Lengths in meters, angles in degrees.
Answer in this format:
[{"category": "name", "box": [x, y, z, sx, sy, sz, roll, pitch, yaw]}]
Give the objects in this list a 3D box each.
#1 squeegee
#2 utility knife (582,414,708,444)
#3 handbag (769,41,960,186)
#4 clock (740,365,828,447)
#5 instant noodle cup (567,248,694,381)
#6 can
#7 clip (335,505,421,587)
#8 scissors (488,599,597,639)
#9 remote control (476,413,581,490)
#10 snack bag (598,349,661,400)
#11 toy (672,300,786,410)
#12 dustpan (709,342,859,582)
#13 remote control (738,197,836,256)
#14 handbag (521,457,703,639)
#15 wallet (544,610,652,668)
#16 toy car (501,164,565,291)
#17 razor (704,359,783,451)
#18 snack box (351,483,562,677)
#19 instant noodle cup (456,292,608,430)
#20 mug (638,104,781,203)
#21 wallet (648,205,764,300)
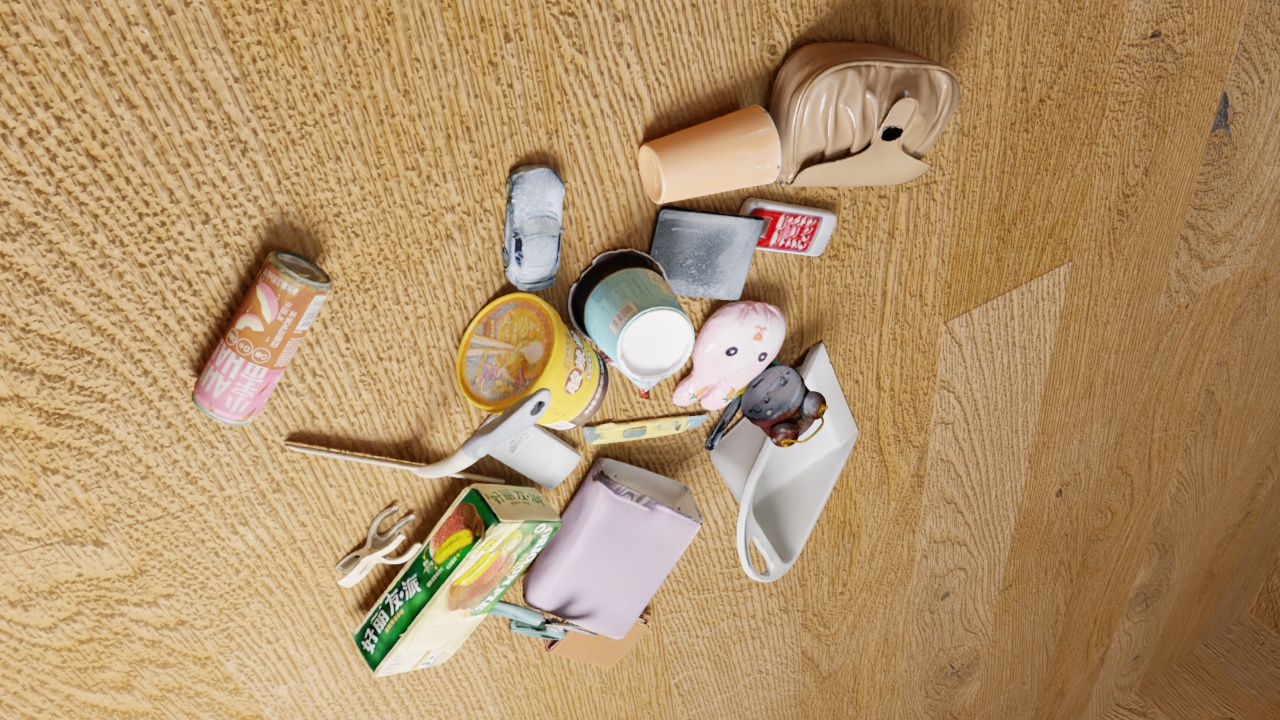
[{"category": "squeegee", "box": [-0.163, 0.081, 0.863, 0.246, 0.039, 0.247, 17, 148, -41]}, {"category": "utility knife", "box": [0.007, 0.080, 1.097, 0.174, 0.019, 0.031, -9, 132, -35]}, {"category": "handbag", "box": [0.231, -0.246, 0.944, 0.204, 0.099, 0.148, -7, 128, -26]}, {"category": "clock", "box": [0.172, 0.057, 1.085, 0.082, 0.122, 0.055, -45, 123, 0]}, {"category": "instant noodle cup", "box": [-0.002, -0.039, 0.912, 0.111, 0.120, 0.111, -10, 120, -17]}, {"category": "can", "box": [-0.318, -0.018, 0.771, 0.058, 0.058, 0.147, 23, 107, -42]}, {"category": "clip", "box": [-0.273, 0.206, 0.962, 0.104, 0.089, 0.035, -51, 136, -7]}, {"category": "scissors", "box": [-0.140, 0.307, 1.095, 0.176, 0.175, 0.019, 31, 62, -25]}, {"category": "remote control", "box": [-0.123, 0.097, 1.015, 0.056, 0.019, 0.135, -47, 135, 4]}, {"category": "snack bag", "box": [-0.006, 0.006, 1.021, 0.045, 0.026, 0.105, -45, 134, 1]}, {"category": "toy", "box": [0.104, -0.002, 1.076, 0.121, 0.054, 0.160, 7, 125, -37]}, {"category": "dustpan", "box": [0.204, 0.153, 1.194, 0.257, 0.142, 0.223, -37, 135, -4]}, {"category": "remote control", "box": [0.162, -0.148, 1.026, 0.135, 0.020, 0.056, 2, 119, -35]}, {"category": "handbag", "box": [-0.038, 0.224, 1.111, 0.145, 0.098, 0.197, 23, 109, -26]}, {"category": "wallet", "box": [-0.054, 0.372, 1.257, 0.108, 0.031, 0.131, -47, 136, 9]}, {"category": "toy car", "box": [-0.099, -0.123, 0.859, 0.054, 0.037, 0.121, -11, 124, -27]}, {"category": "razor", "box": [0.122, 0.053, 1.145, 0.042, 0.022, 0.143, 25, 104, -42]}, {"category": "snack box", "box": [-0.201, 0.241, 1.008, 0.240, 0.063, 0.114, -52, 151, 15]}, {"category": "instant noodle cup", "box": [-0.100, 0.010, 0.904, 0.118, 0.118, 0.114, -48, 142, 5]}, {"category": "mug", "box": [0.064, -0.196, 0.891, 0.122, 0.078, 0.078, -17, 130, -16]}, {"category": "wallet", "box": [0.065, -0.114, 0.976, 0.120, 0.019, 0.097, 2, 120, -21]}]
